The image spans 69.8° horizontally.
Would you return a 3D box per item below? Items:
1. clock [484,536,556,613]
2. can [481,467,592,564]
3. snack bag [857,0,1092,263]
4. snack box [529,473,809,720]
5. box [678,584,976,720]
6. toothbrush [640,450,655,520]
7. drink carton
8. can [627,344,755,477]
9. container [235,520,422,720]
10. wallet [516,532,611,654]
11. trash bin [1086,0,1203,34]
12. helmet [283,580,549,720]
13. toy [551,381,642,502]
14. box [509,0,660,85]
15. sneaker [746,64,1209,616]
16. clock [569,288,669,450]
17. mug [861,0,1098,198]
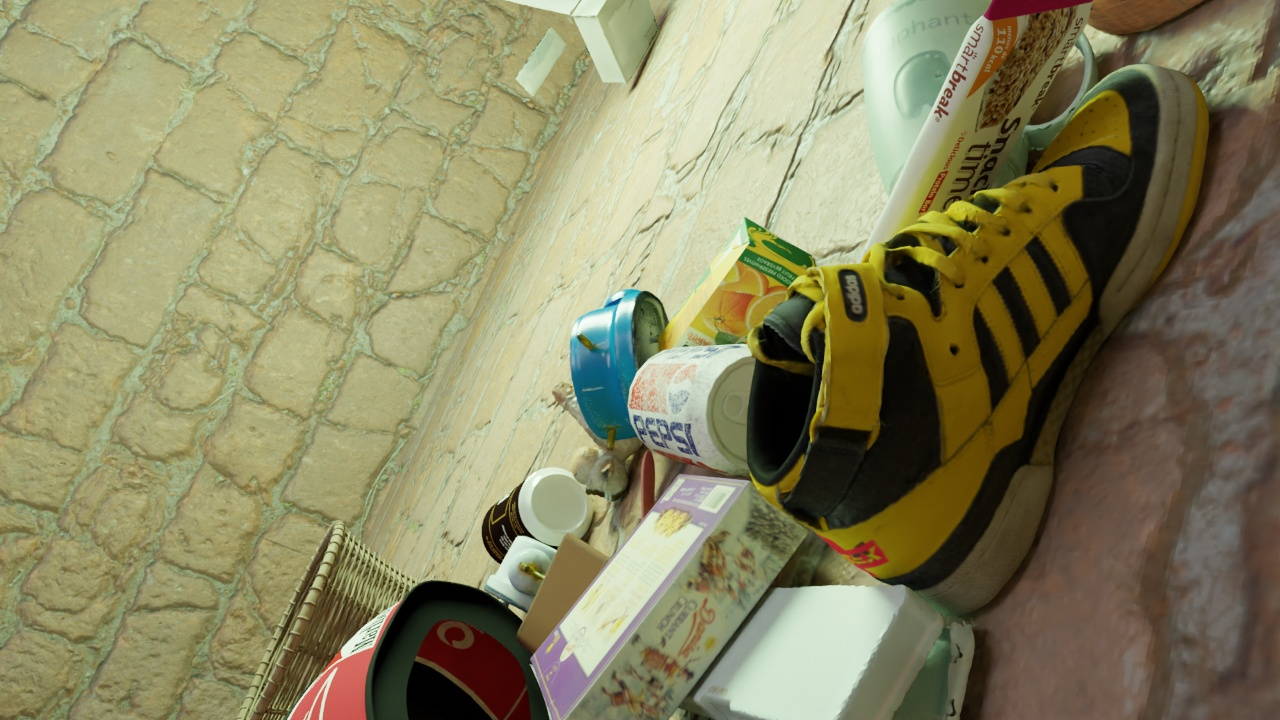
[{"bbox_3d":[-0.074,0.179,0.721,0.057,0.083,0.118,-62,14,-17],"label":"clock"},{"bbox_3d":[-0.100,0.151,0.862,0.129,0.072,0.071,-40,28,55],"label":"can"},{"bbox_3d":[0.136,-0.076,0.409,0.016,0.070,0.197,50,144,29],"label":"snack bag"},{"bbox_3d":[0.007,0.129,0.489,0.148,0.040,0.143,-50,5,-11],"label":"snack box"},{"bbox_3d":[0.063,0.137,0.412,0.199,0.070,0.085,143,137,-65],"label":"box"},{"bbox_3d":[0.004,0.143,0.582,0.016,0.015,0.184,-34,46,51],"label":"toothbrush"},{"bbox_3d":[0.066,-0.033,0.656,0.123,0.058,0.041,-54,18,29],"label":"drink carton"},{"bbox_3d":[0.047,0.030,0.583,0.078,0.078,0.136,-66,16,-8],"label":"can"},{"bbox_3d":[-0.247,0.294,0.871,0.227,0.196,0.226,-55,18,27],"label":"container"},{"bbox_3d":[-0.031,0.177,0.619,0.121,0.013,0.087,20,83,46],"label":"wallet"},{"bbox_3d":[0.177,-0.261,0.391,0.152,0.210,0.151,-55,19,28],"label":"trash bin"},{"bbox_3d":[-0.164,0.305,0.590,0.225,0.197,0.270,-52,18,10],"label":"helmet"},{"bbox_3d":[-0.033,0.075,0.801,0.085,0.074,0.105,75,-170,-65],"label":"toy"},{"bbox_3d":[-0.142,-0.705,1.701,0.150,0.412,0.166,-26,33,59],"label":"box"},{"bbox_3d":[0.122,-0.029,0.362,0.238,0.122,0.086,-65,18,-4],"label":"sneaker"},{"bbox_3d":[-0.004,0.004,0.727,0.060,0.117,0.161,-12,10,17],"label":"clock"},{"bbox_3d":[0.170,-0.129,0.465,0.111,0.084,0.103,-16,53,31],"label":"mug"}]
